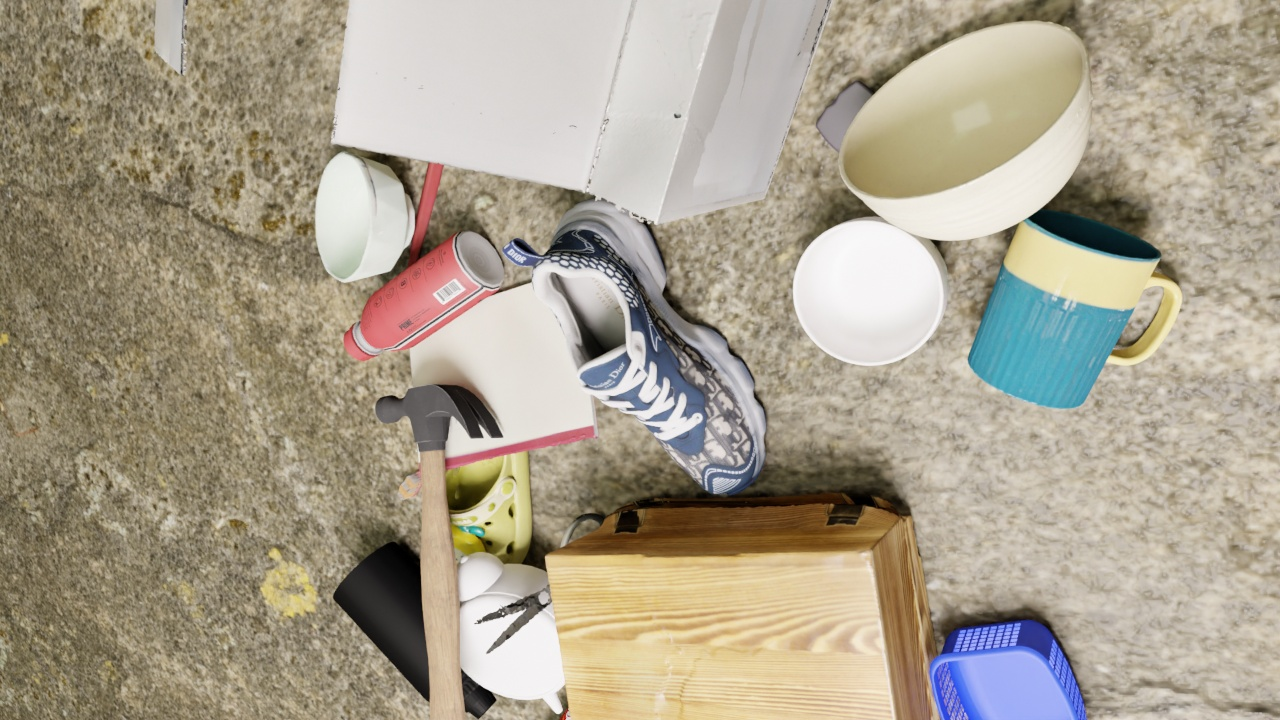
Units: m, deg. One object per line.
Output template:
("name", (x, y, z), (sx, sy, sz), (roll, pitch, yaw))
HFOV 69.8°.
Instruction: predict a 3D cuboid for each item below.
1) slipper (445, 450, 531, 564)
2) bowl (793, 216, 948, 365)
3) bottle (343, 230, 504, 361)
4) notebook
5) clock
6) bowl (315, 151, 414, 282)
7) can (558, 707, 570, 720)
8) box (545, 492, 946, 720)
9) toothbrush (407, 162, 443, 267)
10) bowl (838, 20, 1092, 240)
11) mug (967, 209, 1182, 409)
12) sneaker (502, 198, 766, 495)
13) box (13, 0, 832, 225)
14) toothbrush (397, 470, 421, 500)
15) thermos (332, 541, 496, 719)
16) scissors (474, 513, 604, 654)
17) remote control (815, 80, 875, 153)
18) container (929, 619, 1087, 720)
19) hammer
("slipper", (-0.156, 0.136, 0.886), (0.092, 0.081, 0.191), (15, 111, 22))
("bowl", (0.167, -0.052, 0.654), (0.105, 0.054, 0.105), (10, 110, 29))
("bottle", (-0.209, -0.052, 0.852), (0.177, 0.062, 0.062), (-29, 91, 28))
("notebook", (-0.133, 0.014, 0.838), (0.209, 0.012, 0.153), (-14, 78, 31))
("clock", (-0.117, 0.254, 0.881), (0.161, 0.072, 0.126), (32, 120, -2))
("bowl", (-0.249, -0.131, 0.850), (0.118, 0.061, 0.117), (4, 96, 48))
("can", (-0.048, 0.381, 0.901), (0.086, 0.086, 0.117), (39, 121, 13))
("box", (0.087, 0.237, 0.745), (0.280, 0.167, 0.245), (-7, 96, 32))
("toothbrush", (-0.212, -0.120, 0.868), (0.016, 0.016, 0.190), (32, 119, 18))
("bowl", (0.208, -0.129, 0.568), (0.151, 0.150, 0.075), (-20, 130, 33))
("mug", (0.281, -0.030, 0.587), (0.113, 0.083, 0.107), (11, 115, -4))
("sneaker", (-0.004, 0.004, 0.720), (0.103, 0.132, 0.269), (-31, 95, 31))
("box", (-0.071, -0.176, 0.521), (0.119, 0.477, 0.167), (43, 126, 43))
("toothbrush", (-0.203, 0.081, 0.933), (0.015, 0.015, 0.185), (47, 121, 16))
("thermos", (-0.226, 0.294, 0.974), (0.198, 0.085, 0.086), (43, 122, 10))
("scissors", (-0.069, 0.211, 0.826), (0.154, 0.162, 0.013), (38, 149, -27))
("remote control", (0.178, -0.139, 0.644), (0.124, 0.009, 0.047), (48, 123, 7))
("container", (0.279, 0.255, 0.690), (0.096, 0.058, 0.114), (-20, 96, 33))
("hammer", (-0.178, 0.175, 0.826), (0.133, 0.040, 0.305), (-10, 82, 35))
